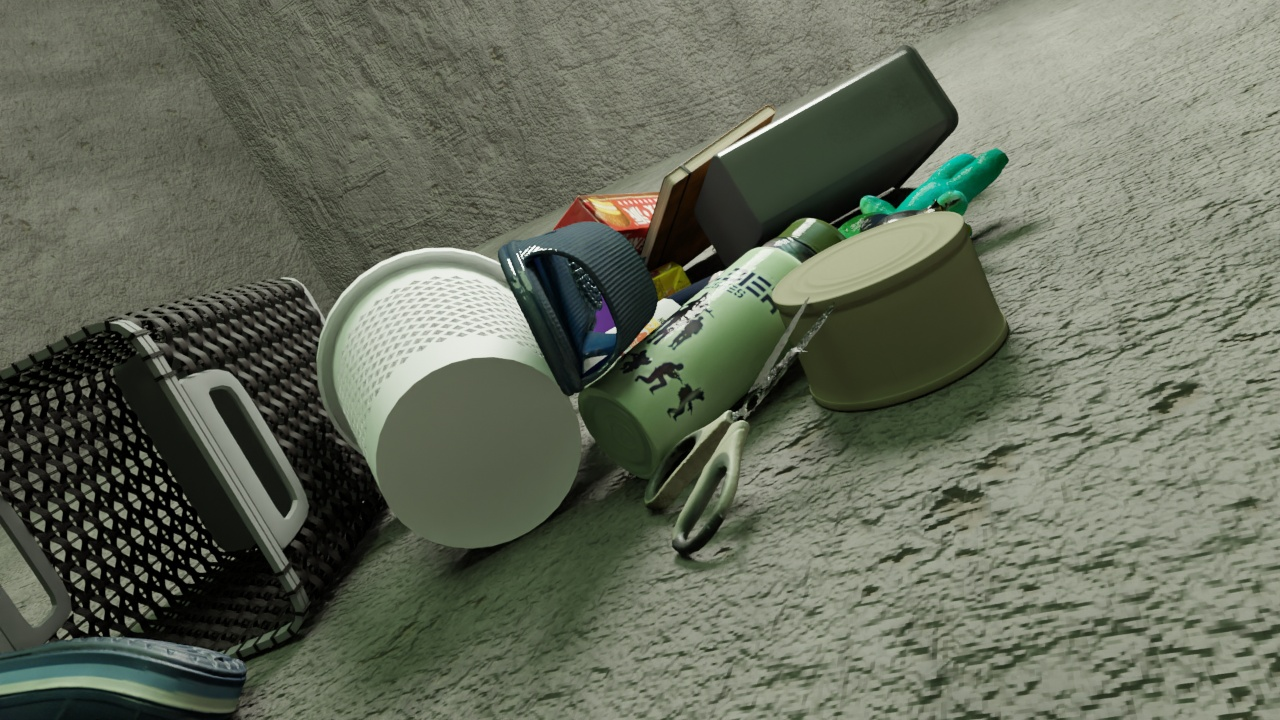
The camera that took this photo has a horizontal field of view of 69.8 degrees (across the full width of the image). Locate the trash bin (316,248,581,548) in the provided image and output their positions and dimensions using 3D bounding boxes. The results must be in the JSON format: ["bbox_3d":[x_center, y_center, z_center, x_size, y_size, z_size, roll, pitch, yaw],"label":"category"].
[{"bbox_3d":[-0.134,0.032,0.677,0.195,0.195,0.199,-29,25,-9],"label":"trash bin"}]

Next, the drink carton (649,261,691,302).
[{"bbox_3d":[-0.010,-0.064,1.023,0.134,0.043,0.058,-27,14,-1],"label":"drink carton"}]

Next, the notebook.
[{"bbox_3d":[0.057,-0.162,1.047,0.178,0.014,0.250,-39,-14,-26],"label":"notebook"}]

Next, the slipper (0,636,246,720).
[{"bbox_3d":[-0.356,0.225,0.563,0.253,0.105,0.095,-8,61,15],"label":"slipper"}]

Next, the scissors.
[{"bbox_3d":[0.049,0.039,0.521,0.163,0.012,0.157,-36,27,49],"label":"scissors"}]

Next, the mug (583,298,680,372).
[{"bbox_3d":[-0.004,0.004,0.722,0.089,0.073,0.105,-31,15,-14],"label":"mug"}]

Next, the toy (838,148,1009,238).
[{"bbox_3d":[0.213,-0.103,0.738,0.193,0.072,0.131,-38,14,-7],"label":"toy"}]

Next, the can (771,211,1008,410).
[{"bbox_3d":[0.154,-0.033,0.577,0.128,0.073,0.127,-25,15,7],"label":"can"}]

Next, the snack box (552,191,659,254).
[{"bbox_3d":[-0.027,-0.133,1.058,0.113,0.060,0.235,-49,-12,26],"label":"snack box"}]

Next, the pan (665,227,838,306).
[{"bbox_3d":[0.025,-0.048,0.845,0.356,0.021,0.199,-25,2,-8],"label":"pan"}]

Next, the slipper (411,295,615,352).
[{"bbox_3d":[-0.145,0.003,0.885,0.265,0.107,0.084,-29,2,-36],"label":"slipper"}]

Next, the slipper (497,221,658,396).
[{"bbox_3d":[-0.036,-0.054,0.634,0.082,0.101,0.263,-27,11,5],"label":"slipper"}]

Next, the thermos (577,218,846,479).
[{"bbox_3d":[0.066,-0.016,0.642,0.230,0.082,0.082,-40,19,-28],"label":"thermos"}]

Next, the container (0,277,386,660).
[{"bbox_3d":[-0.369,0.089,0.742,0.246,0.247,0.243,-23,12,13],"label":"container"}]

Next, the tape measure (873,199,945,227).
[{"bbox_3d":[0.193,-0.071,0.650,0.072,0.071,0.042,-24,17,33],"label":"tape measure"}]

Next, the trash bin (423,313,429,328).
[{"bbox_3d":[-0.318,0.008,1.095,0.164,0.164,0.226,-21,20,22],"label":"trash bin"}]

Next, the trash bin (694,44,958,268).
[{"bbox_3d":[0.179,-0.194,0.936,0.219,0.097,0.192,-30,-7,-7],"label":"trash bin"}]

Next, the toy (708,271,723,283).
[{"bbox_3d":[0.088,-0.042,0.741,0.109,0.047,0.064,-1,-38,-37],"label":"toy"}]
